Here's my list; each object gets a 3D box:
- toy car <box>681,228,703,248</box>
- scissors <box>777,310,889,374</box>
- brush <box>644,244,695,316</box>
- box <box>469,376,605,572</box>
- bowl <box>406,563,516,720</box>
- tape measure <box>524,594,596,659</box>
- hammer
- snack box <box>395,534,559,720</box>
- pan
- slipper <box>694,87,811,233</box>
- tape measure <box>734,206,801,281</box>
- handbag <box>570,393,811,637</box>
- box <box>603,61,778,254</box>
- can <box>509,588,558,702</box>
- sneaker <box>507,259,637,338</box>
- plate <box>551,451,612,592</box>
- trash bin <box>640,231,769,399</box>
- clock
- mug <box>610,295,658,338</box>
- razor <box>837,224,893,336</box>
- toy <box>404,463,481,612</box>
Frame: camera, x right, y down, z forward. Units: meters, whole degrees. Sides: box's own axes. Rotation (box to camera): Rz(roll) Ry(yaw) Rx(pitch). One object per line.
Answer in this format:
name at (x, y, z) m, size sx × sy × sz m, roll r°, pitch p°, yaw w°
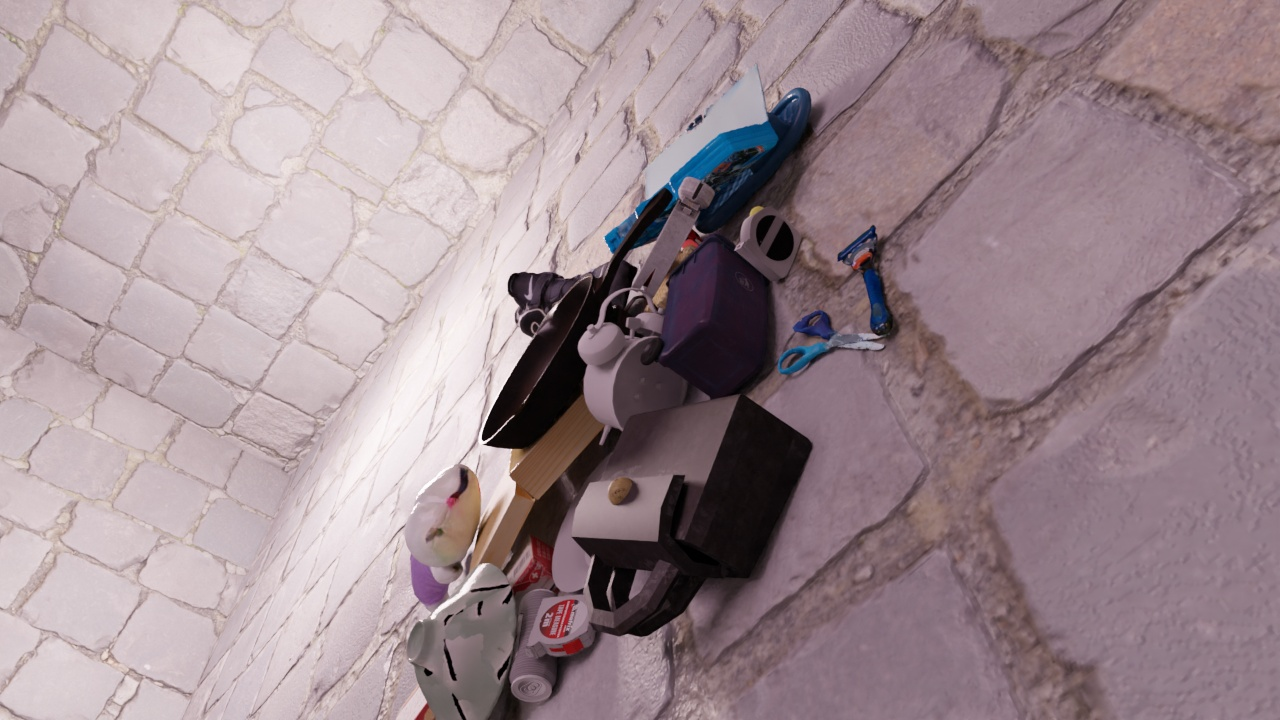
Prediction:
toy car at (0.062, -0.155, 1.172) m, size 0.025 × 0.038 × 0.089 m, roll -55°, pitch 20°, yaw -5°
scissors at (0.166, -0.022, 0.777) m, size 0.134 × 0.016 × 0.073 m, roll -8°, pitch 49°, yaw 62°
brush at (0.046, -0.090, 1.111) m, size 0.117 × 0.039 × 0.049 m, roll -59°, pitch 19°, yaw -19°
box at (-0.130, 0.129, 1.109) m, size 0.257 × 0.076 × 0.247 m, roll -61°, pitch 8°, yaw 4°
bowl at (-0.195, 0.285, 0.916) m, size 0.175 × 0.067 × 0.174 m, roll -36°, pitch 43°, yaw 44°
tape measure at (-0.071, 0.249, 0.860) m, size 0.062 × 0.020 × 0.060 m, roll -12°, pitch 30°, yaw 18°
hammer at (0.021, -0.119, 1.094) m, size 0.126 × 0.036 × 0.316 m, roll -62°, pitch 3°, yaw -5°
snack box at (-0.182, 0.321, 1.013) m, size 0.273 × 0.044 × 0.076 m, roll -53°, pitch 15°, yaw 7°
pan at (-0.065, -0.039, 1.017) m, size 0.357 × 0.043 × 0.248 m, roll -51°, pitch 15°, yaw 21°
slipper at (0.131, -0.250, 1.135) m, size 0.214 × 0.059 × 0.103 m, roll -51°, pitch 19°, yaw 19°
tape measure at (0.130, -0.121, 0.934) m, size 0.017 × 0.064 × 0.064 m, roll -20°, pitch 37°, yaw 58°
handbag at (0.013, 0.133, 0.762) m, size 0.198 × 0.102 × 0.199 m, roll -18°, pitch 43°, yaw 60°
box at (0.068, -0.225, 1.112) m, size 0.244 × 0.075 × 0.166 m, roll -33°, pitch 26°, yaw 49°
can at (-0.100, 0.275, 0.892) m, size 0.044 × 0.044 × 0.106 m, roll -46°, pitch 23°, yaw 27°
sneaker at (-0.105, -0.090, 1.258) m, size 0.253 × 0.150 × 0.097 m, roll -43°, pitch 25°, yaw 57°
plate at (-0.032, 0.161, 0.943) m, size 0.173 × 0.019 × 0.172 m, roll -46°, pitch 23°, yaw 26°
trash bin at (0.071, -0.043, 0.912) m, size 0.092 × 0.093 × 0.160 m, roll -43°, pitch 22°, yaw 33°
clock at (-0.006, 0.005, 0.939) m, size 0.061 × 0.119 × 0.159 m, roll 12°, pitch 111°, yaw 46°
mug at (-0.010, -0.020, 1.071) m, size 0.111 × 0.081 × 0.085 m, roll -56°, pitch 20°, yaw 2°
razor at (0.193, -0.063, 0.770) m, size 0.044 × 0.018 × 0.140 m, roll -40°, pitch 26°, yaw 29°
toy at (-0.255, 0.226, 1.182) m, size 0.210 × 0.085 × 0.137 m, roll 110°, pitch 176°, yaw -47°
